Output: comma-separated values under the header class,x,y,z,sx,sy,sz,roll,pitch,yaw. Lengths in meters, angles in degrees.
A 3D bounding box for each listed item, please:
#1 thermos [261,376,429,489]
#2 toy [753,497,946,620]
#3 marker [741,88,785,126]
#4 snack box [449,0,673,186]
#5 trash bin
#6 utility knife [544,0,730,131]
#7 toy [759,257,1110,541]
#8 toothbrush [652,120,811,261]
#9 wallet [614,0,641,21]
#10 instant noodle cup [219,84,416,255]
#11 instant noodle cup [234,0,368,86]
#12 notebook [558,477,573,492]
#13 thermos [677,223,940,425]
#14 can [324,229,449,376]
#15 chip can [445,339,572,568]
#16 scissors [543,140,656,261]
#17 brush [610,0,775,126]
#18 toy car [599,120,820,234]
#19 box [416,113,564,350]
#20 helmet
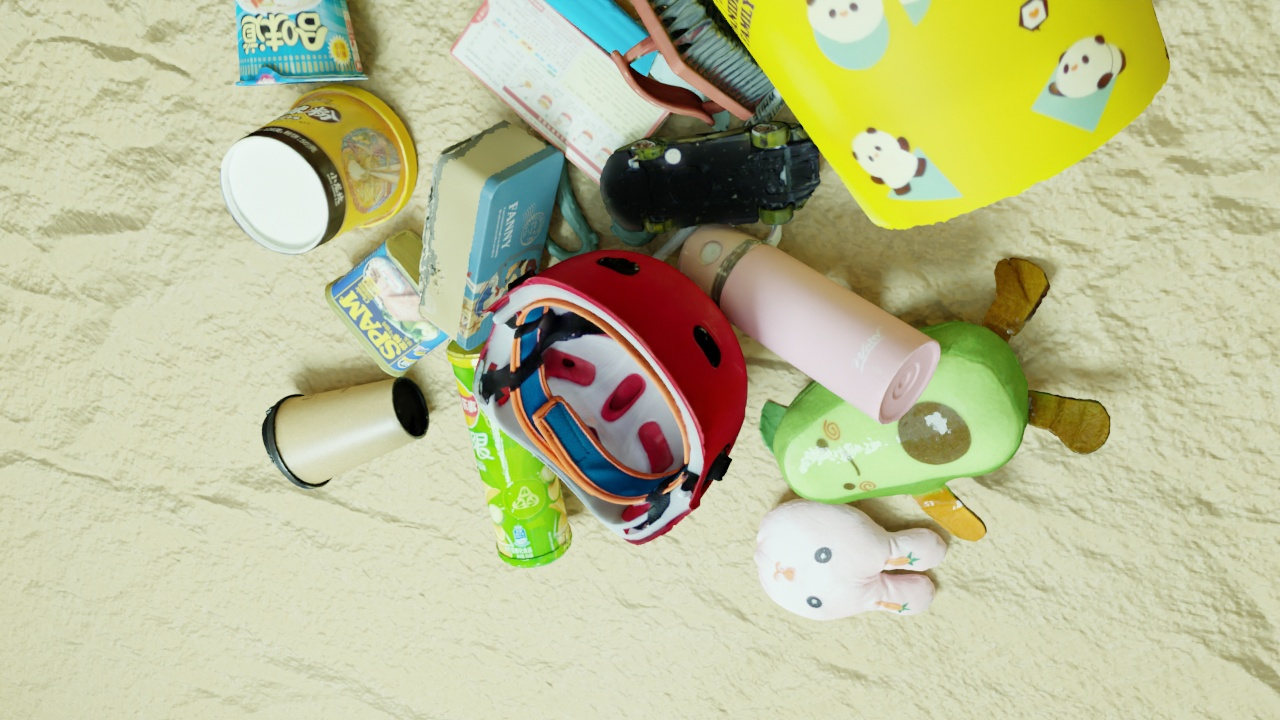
class,x,y,z,sx,sy,sz,roll,pitch,yaw
thermos,-0.275,0.063,0.860,0.143,0.092,0.093,-18,109,16
toy,0.178,0.173,0.787,0.159,0.054,0.121,5,117,7
marker,0.086,-0.174,0.664,0.017,0.016,0.146,38,121,-3
snack box,-0.058,-0.205,0.676,0.156,0.027,0.077,42,108,-1
trash bin,0.147,-0.229,0.509,0.230,0.229,0.255,-26,111,27
utility knife,-0.017,-0.230,0.644,0.218,0.018,0.034,36,109,-19
toy,0.207,0.039,0.689,0.247,0.089,0.227,-27,95,23
toothbrush,0.062,-0.118,0.700,0.016,0.016,0.181,43,119,-13
wallet,-0.027,-0.297,0.627,0.119,0.035,0.131,-22,113,31
instant noodle cup,-0.258,-0.147,0.728,0.118,0.114,0.119,8,121,14
instant noodle cup,-0.262,-0.266,0.692,0.099,0.099,0.110,3,108,16
notebook,-0.033,0.036,0.810,0.148,0.008,0.208,12,118,12
thermos,0.117,-0.042,0.650,0.198,0.067,0.087,39,91,35
can,-0.208,-0.050,0.797,0.083,0.057,0.102,-33,102,26
chip can,-0.112,0.080,0.811,0.073,0.072,0.221,-1,115,18
scissors,-0.040,-0.162,0.711,0.144,0.019,0.180,-4,112,20
brush,0.038,-0.191,0.600,0.069,0.145,0.063,-33,74,23
toy car,0.049,-0.132,0.659,0.158,0.042,0.070,-4,121,9
box,-0.117,-0.098,0.703,0.061,0.089,0.185,36,138,13
helmet,-0.004,0.004,0.680,0.207,0.143,0.241,41,145,8
